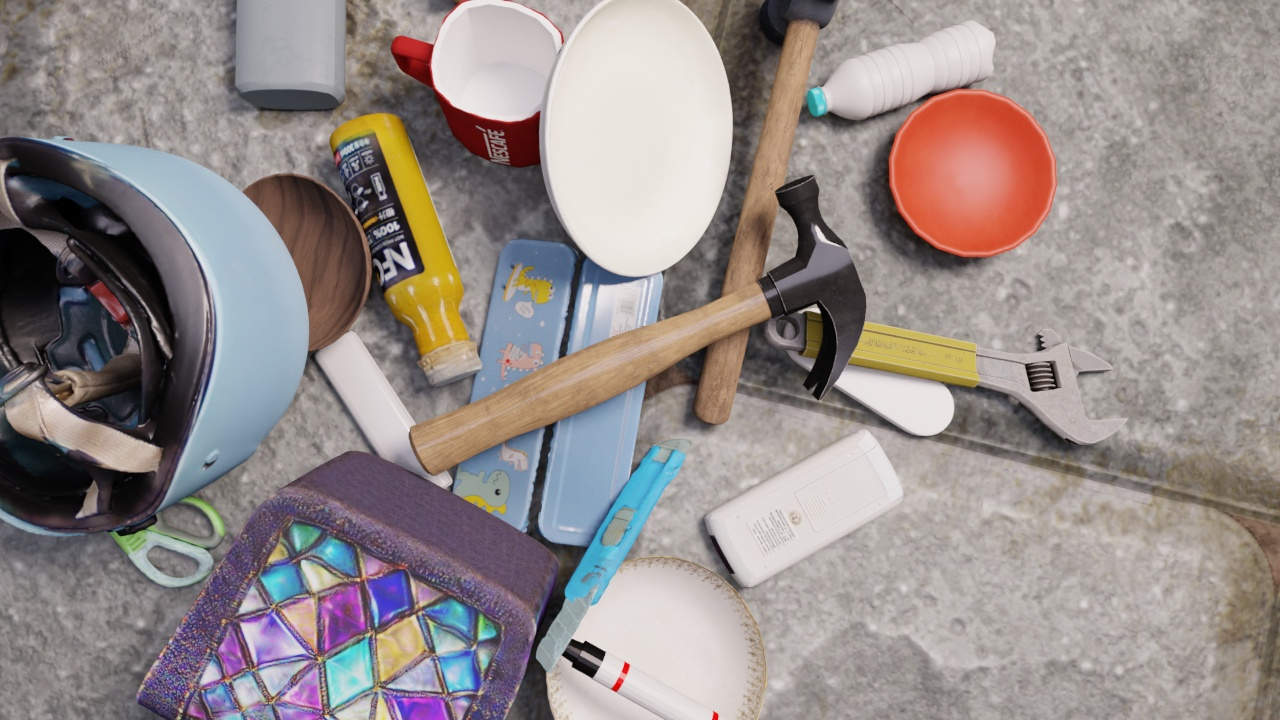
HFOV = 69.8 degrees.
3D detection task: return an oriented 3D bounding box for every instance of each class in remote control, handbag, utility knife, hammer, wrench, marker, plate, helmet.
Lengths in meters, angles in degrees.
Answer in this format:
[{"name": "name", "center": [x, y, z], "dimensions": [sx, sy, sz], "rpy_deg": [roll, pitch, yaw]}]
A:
[{"name": "remote control", "center": [0.116, 0.104, 0.649], "dimensions": [0.138, 0.025, 0.060], "rpy_deg": [-28, 88, -3]}, {"name": "handbag", "center": [-0.176, 0.190, 0.574], "dimensions": [0.205, 0.125, 0.222], "rpy_deg": [28, 97, -1]}, {"name": "utility knife", "center": [-0.016, 0.117, 0.596], "dimensions": [0.031, 0.015, 0.197], "rpy_deg": [7, 44, 28]}, {"name": "hammer", "center": [-0.004, 0.003, 0.598], "dimensions": [0.305, 0.040, 0.132], "rpy_deg": [-24, 105, 2]}, {"name": "wrench", "center": [0.218, 0.004, 0.653], "dimensions": [0.273, 0.018, 0.083], "rpy_deg": [10, 73, -8]}, {"name": "remote control", "center": [0.165, 0.009, 0.665], "dimensions": [0.136, 0.013, 0.043], "rpy_deg": [32, 85, 0]}, {"name": "marker", "center": [0.005, 0.207, 0.573], "dimensions": [0.145, 0.019, 0.019], "rpy_deg": [30, 85, -2]}, {"name": "remote control", "center": [-0.181, 0.041, 0.644], "dimensions": [0.033, 0.012, 0.131], "rpy_deg": [-34, 88, -5]}, {"name": "plate", "center": [-0.005, -0.148, 0.611], "dimensions": [0.034, 0.182, 0.182], "rpy_deg": [14, 83, 40]}, {"name": "hammer", "center": [0.084, -0.112, 0.633], "dimensions": [0.040, 0.129, 0.322], "rpy_deg": [12, 95, -9]}, {"name": "helmet", "center": [-0.316, -0.012, 0.558], "dimensions": [0.266, 0.166, 0.225], "rpy_deg": [-20, 92, 22]}]

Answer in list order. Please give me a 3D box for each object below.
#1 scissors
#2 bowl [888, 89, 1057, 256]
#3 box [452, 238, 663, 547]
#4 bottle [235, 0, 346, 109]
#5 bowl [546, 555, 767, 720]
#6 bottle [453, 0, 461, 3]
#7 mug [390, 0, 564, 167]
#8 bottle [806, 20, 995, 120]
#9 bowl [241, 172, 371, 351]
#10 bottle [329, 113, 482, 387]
[{"name": "scissors", "center": [-0.372, 0.104, 0.631], "dimensions": [0.174, 0.033, 0.065], "rpy_deg": [19, 89, -5]}, {"name": "bowl", "center": [0.236, -0.132, 0.668], "dimensions": [0.122, 0.035, 0.122], "rpy_deg": [0, 86, -3]}, {"name": "box", "center": [-0.059, 0.022, 0.640], "dimensions": [0.126, 0.039, 0.209], "rpy_deg": [10, 85, -1]}, {"name": "bottle", "center": [-0.245, -0.262, 0.646], "dimensions": [0.072, 0.046, 0.161], "rpy_deg": [-1, 86, -3]}, {"name": "bowl", "center": [0.008, 0.202, 0.616], "dimensions": [0.145, 0.063, 0.145], "rpy_deg": [0, 85, -4]}, {"name": "bottle", "center": [-0.120, -0.342, 0.652], "dimensions": [0.059, 0.059, 0.167], "rpy_deg": [-6, 86, -4]}, {"name": "mug", "center": [-0.108, -0.189, 0.623], "dimensions": [0.116, 0.096, 0.080], "rpy_deg": [17, 85, -2]}, {"name": "bottle", "center": [0.187, -0.207, 0.666], "dimensions": [0.136, 0.044, 0.044], "rpy_deg": [-19, 87, -4]}, {"name": "bowl", "center": [-0.229, -0.067, 0.628], "dimensions": [0.119, 0.032, 0.119], "rpy_deg": [3, 100, 17]}, {"name": "bottle", "center": [-0.159, -0.074, 0.633], "dimensions": [0.053, 0.053, 0.186], "rpy_deg": [-20, 87, -5]}]
